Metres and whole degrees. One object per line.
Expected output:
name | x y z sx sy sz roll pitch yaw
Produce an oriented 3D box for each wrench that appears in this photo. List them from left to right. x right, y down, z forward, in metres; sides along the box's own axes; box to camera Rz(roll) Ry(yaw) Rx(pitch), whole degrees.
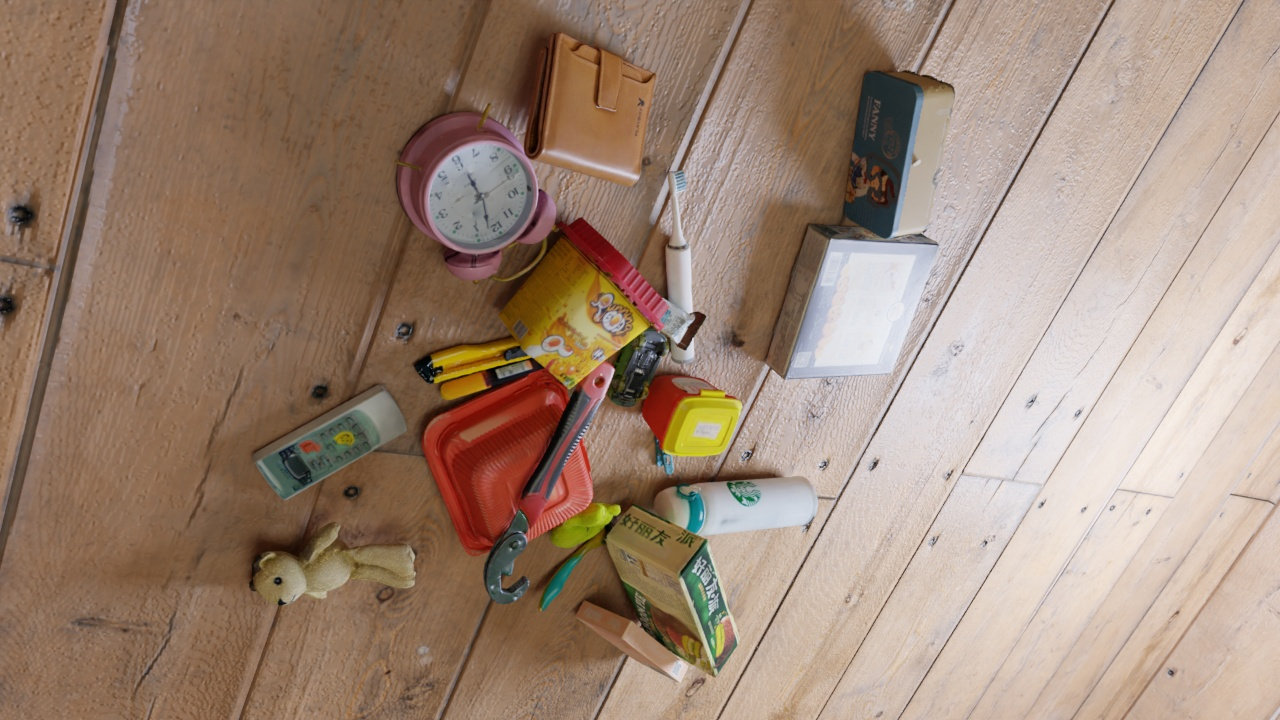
wrench | -0.093 0.123 0.914 0.056 0.016 0.273 16 102 -38

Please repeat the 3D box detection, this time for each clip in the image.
clip | 0.027 0.107 1.083 0.014 0.041 0.056 -19 120 -24

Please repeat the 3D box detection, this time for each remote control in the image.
remote control | -0.288 0.076 0.861 0.135 0.019 0.056 -30 130 -14

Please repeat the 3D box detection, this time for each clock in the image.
clock | -0.137 -0.135 0.798 0.117 0.060 0.158 -36 132 -8

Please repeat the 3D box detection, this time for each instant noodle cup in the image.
instant noodle cup | -0.124 0.114 0.952 0.164 0.079 0.189 -28 125 -21
instant noodle cup | -0.058 -0.050 0.866 0.123 0.116 0.116 -45 132 1

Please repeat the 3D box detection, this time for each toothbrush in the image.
toothbrush | 0.040 -0.094 0.961 0.026 0.026 0.221 -16 125 -16

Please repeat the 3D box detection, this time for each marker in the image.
marker | -0.141 0.015 0.919 0.123 0.018 0.015 -19 166 -23

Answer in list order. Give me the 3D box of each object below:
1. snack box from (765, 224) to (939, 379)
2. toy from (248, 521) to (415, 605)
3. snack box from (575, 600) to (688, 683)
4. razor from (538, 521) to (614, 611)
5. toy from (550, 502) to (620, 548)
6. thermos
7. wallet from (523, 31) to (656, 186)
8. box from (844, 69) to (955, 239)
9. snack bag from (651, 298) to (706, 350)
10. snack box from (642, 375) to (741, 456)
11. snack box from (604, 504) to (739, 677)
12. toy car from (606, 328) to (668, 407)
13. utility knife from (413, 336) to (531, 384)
snack box | 0.254 -0.068 1.102 0.182 0.046 0.178 -2 119 -32
toy | -0.300 0.209 0.905 0.157 0.066 0.105 2 134 -25
snack box | -0.009 0.360 1.174 0.026 0.085 0.157 -59 135 -21
razor | -0.076 0.247 1.097 0.132 0.028 0.043 -45 146 -8
toy | -0.067 0.186 1.043 0.100 0.031 0.096 -33 157 27
thermos | 0.120 0.182 1.158 0.223 0.073 0.073 1 117 -33
wallet | -0.041 -0.216 0.801 0.131 0.031 0.108 3 100 -52
box | 0.278 -0.228 0.989 0.060 0.090 0.184 -15 123 -23
snack bag | 0.016 -0.052 0.954 0.104 0.026 0.048 26 101 -21
snack box | 0.055 0.057 1.029 0.091 0.080 0.082 5 116 -34
snack box | 0.043 0.286 1.125 0.063 0.114 0.240 -48 139 -28
toy car | -0.006 0.006 0.987 0.043 0.036 0.091 17 108 -37
utility knife | -0.119 -0.014 0.915 0.216 0.015 0.033 -16 128 -24
